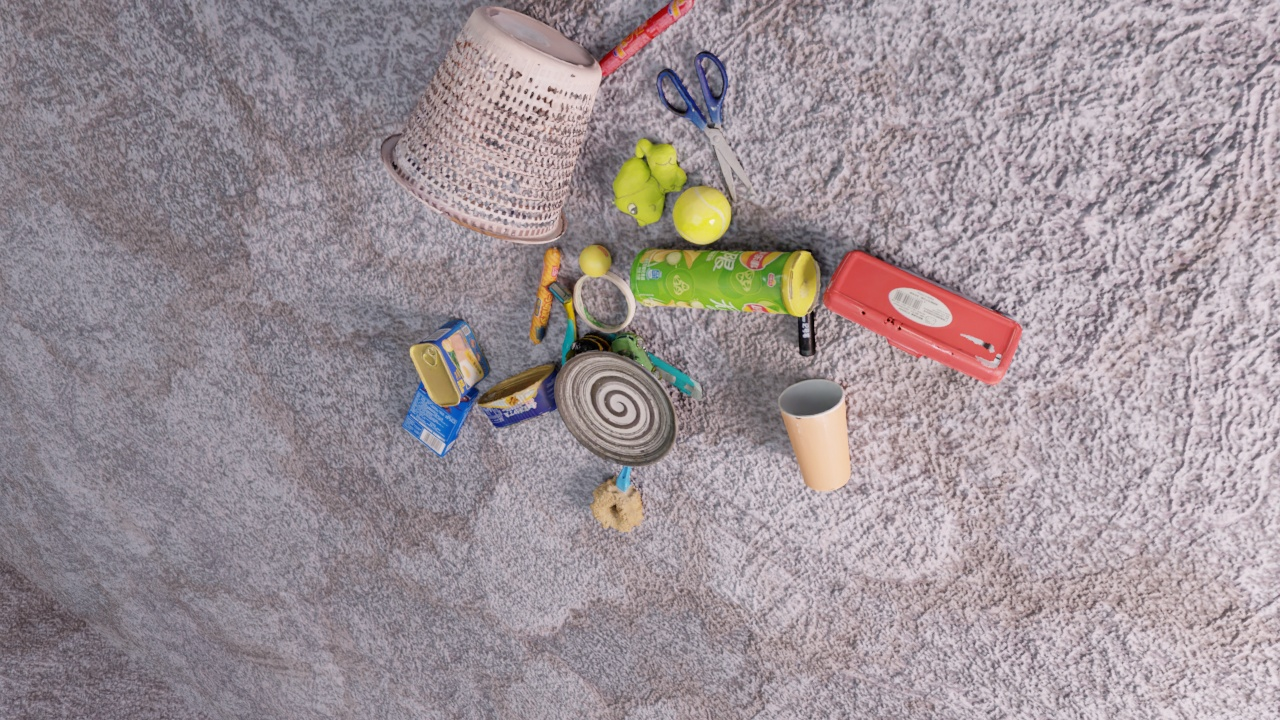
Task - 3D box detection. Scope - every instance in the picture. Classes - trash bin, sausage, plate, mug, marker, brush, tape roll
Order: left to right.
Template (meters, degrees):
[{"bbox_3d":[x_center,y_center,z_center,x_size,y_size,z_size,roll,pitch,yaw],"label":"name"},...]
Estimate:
[{"bbox_3d":[-0.148,-0.270,1.016,0.227,0.226,0.193,34,117,7],"label":"trash bin"},{"bbox_3d":[-0.129,-0.085,1.228,0.021,0.021,0.165,27,129,13],"label":"sausage"},{"bbox_3d":[-0.047,-0.077,1.191,0.086,0.013,0.086,15,125,22],"label":"tape roll"},{"bbox_3d":[-0.029,0.062,1.197,0.179,0.024,0.180,14,125,21],"label":"plate"},{"bbox_3d":[-0.018,0.147,1.303,0.083,0.045,0.255,26,125,19],"label":"brush"},{"bbox_3d":[0.003,-0.350,0.987,0.156,0.020,0.020,-26,103,38],"label":"sausage"},{"bbox_3d":[0.190,-0.065,1.055,0.020,0.022,0.132,15,127,35],"label":"marker"},{"bbox_3d":[0.216,0.093,1.109,0.078,0.078,0.123,1,125,29],"label":"mug"}]

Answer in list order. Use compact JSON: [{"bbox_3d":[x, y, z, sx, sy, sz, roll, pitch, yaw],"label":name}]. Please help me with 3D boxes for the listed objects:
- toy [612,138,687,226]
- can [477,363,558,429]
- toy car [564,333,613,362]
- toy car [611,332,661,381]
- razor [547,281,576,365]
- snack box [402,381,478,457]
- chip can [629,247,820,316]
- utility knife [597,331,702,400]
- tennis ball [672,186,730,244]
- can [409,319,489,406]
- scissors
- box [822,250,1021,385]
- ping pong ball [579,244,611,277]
[{"bbox_3d":[0.007,-0.207,1.066,0.100,0.031,0.097,-14,111,31],"label":"toy"},{"bbox_3d":[-0.166,0.052,1.302,0.148,0.074,0.049,-19,111,38],"label":"can"},{"bbox_3d":[-0.058,0.037,1.247,0.071,0.041,0.156,15,126,37],"label":"toy car"},{"bbox_3d":[-0.007,0.007,1.190,0.043,0.036,0.091,-16,105,42],"label":"toy car"},{"bbox_3d":[-0.100,-0.043,1.230,0.043,0.028,0.133,41,145,38],"label":"razor"},{"bbox_3d":[-0.315,0.077,1.434,0.084,0.026,0.158,37,130,4],"label":"snack box"},{"bbox_3d":[0.089,-0.092,1.048,0.222,0.072,0.073,6,122,36],"label":"chip can"},{"bbox_3d":[0.013,0.005,1.207,0.164,0.013,0.029,31,129,11],"label":"utility knife"},{"bbox_3d":[0.069,-0.164,1.035,0.065,0.065,0.066,15,125,22],"label":"tennis ball"},{"bbox_3d":[-0.273,0.002,1.326,0.057,0.083,0.102,-6,115,32],"label":"can"},{"bbox_3d":[0.072,-0.253,1.013,0.141,0.012,0.171,16,126,19],"label":"scissors"},{"bbox_3d":[0.296,-0.039,0.986,0.201,0.095,0.099,26,158,12],"label":"box"},{"bbox_3d":[-0.057,-0.125,1.148,0.040,0.040,0.040,15,125,22],"label":"ping pong ball"}]
